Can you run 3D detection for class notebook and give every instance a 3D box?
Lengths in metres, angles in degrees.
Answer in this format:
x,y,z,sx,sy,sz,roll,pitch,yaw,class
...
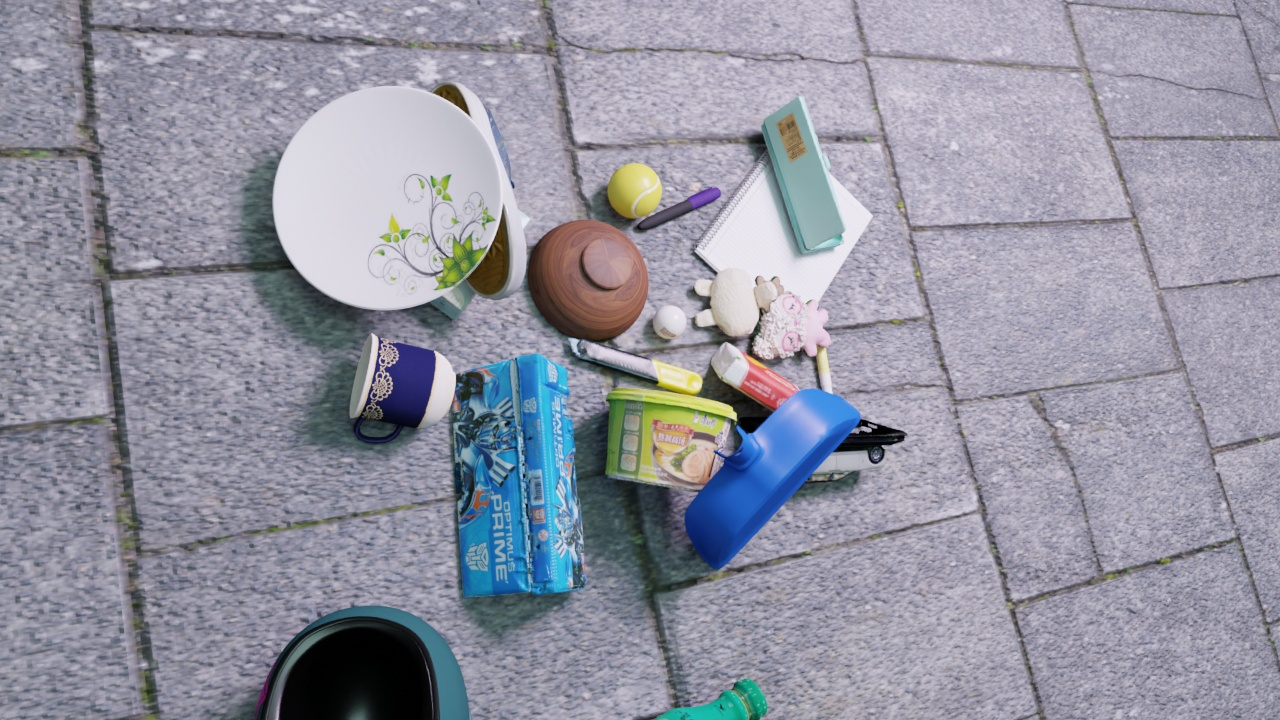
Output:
x,y,z,sx,sy,sz,roll,pitch,yaw,class
0.195,-0.172,1.216,0.178,0.013,0.245,41,63,-10,notebook

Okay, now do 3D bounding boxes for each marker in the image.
x,y,z,sx,sy,sz,roll,pitch,yaw,class
0.049,-0.191,1.153,0.133,0.015,0.018,-28,60,-28,marker
0.233,-0.009,1.183,0.014,0.014,0.132,-4,82,-26,marker

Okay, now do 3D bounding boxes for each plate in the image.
x,y,z,sx,sy,sz,roll,pitch,yaw,class
-0.252,-0.162,0.927,0.229,0.030,0.229,0,84,0,plate

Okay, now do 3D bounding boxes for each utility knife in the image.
x,y,z,sx,sy,sz,roll,pitch,yaw,class
-0.006,0.006,1.071,0.172,0.020,0.028,19,67,-20,utility knife

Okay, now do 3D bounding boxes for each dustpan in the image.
x,y,z,sx,sy,sz,roll,pitch,yaw,class
0.124,0.112,0.940,0.059,0.257,0.245,43,91,17,dustpan

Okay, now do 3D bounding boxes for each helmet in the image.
x,y,z,sx,sy,sz,roll,pitch,yaw,class
-0.232,0.351,0.769,0.176,0.201,0.274,0,59,-9,helmet

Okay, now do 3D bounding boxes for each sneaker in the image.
x,y,z,sx,sy,sz,roll,pitch,yaw,class
-0.160,-0.179,0.974,0.079,0.088,0.235,-5,78,-60,sneaker

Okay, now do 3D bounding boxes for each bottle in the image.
x,y,z,sx,sy,sz,roll,pitch,yaw,class
0.041,0.400,0.955,0.209,0.068,0.068,-21,85,-28,bottle

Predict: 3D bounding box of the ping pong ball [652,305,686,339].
x,y,z,sx,sy,sz,roll,pitch,yaw,class
0.035,-0.046,1.092,0.040,0.040,0.040,7,73,-23,ping pong ball

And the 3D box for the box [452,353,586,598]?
x,y,z,sx,sy,sz,roll,pitch,yaw,class
-0.133,0.125,0.971,0.115,0.094,0.243,-10,76,15,box

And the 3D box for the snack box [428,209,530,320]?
x,y,z,sx,sy,sz,roll,pitch,yaw,class
-0.237,-0.157,0.997,0.193,0.044,0.141,37,63,-11,snack box

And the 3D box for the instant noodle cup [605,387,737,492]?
x,y,z,sx,sy,sz,roll,pitch,yaw,class
0.028,0.090,0.998,0.146,0.146,0.097,12,81,-21,instant noodle cup

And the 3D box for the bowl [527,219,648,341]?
x,y,z,sx,sy,sz,roll,pitch,yaw,class
-0.049,-0.101,1.053,0.147,0.069,0.147,7,73,-23,bowl

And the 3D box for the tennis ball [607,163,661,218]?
x,y,z,sx,sy,sz,roll,pitch,yaw,class
-0.007,-0.204,1.102,0.065,0.065,0.065,7,73,-23,tennis ball

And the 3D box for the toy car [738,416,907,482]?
x,y,z,sx,sy,sz,roll,pitch,yaw,class
0.219,0.110,1.119,0.191,0.094,0.071,0,101,-26,toy car

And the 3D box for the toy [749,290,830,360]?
x,y,z,sx,sy,sz,roll,pitch,yaw,class
0.193,-0.044,1.154,0.108,0.041,0.095,5,88,-17,toy

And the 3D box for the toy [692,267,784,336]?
x,y,z,sx,sy,sz,roll,pitch,yaw,class
0.118,-0.073,1.129,0.112,0.050,0.087,-11,78,0,toy

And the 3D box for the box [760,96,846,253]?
x,y,z,sx,sy,sz,roll,pitch,yaw,class
0.228,-0.242,1.190,0.077,0.093,0.188,-13,84,-28,box

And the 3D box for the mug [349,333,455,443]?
x,y,z,sx,sy,sz,roll,pitch,yaw,class
-0.241,0.037,0.928,0.089,0.085,0.112,14,106,-23,mug

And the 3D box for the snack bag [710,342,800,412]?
x,y,z,sx,sy,sz,roll,pitch,yaw,class
0.143,0.027,1.102,0.116,0.077,0.036,31,101,-14,snack bag
